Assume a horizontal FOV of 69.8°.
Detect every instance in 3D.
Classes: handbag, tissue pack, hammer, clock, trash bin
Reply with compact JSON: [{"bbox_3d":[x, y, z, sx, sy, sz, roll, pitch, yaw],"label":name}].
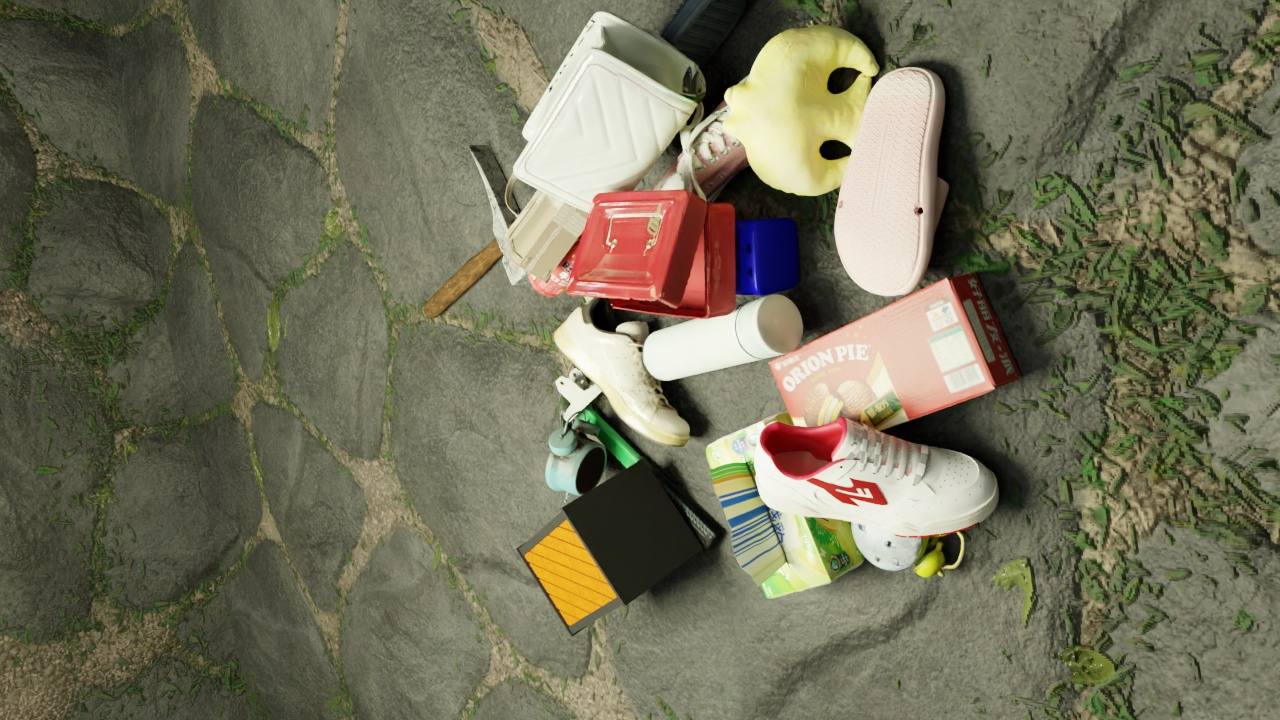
[{"bbox_3d":[-0.036,-0.263,1.003,0.199,0.142,0.096,-45,31,41],"label":"handbag"},{"bbox_3d":[0.142,0.169,1.030,0.121,0.141,0.197,-40,72,44],"label":"tissue pack"},{"bbox_3d":[-0.280,-0.173,1.448,0.302,0.037,0.217,-32,78,46],"label":"hammer"},{"bbox_3d":[-0.132,-0.225,1.240,0.176,0.062,0.198,-53,41,8],"label":"handbag"},{"bbox_3d":[-0.007,0.142,1.256,0.319,0.032,0.130,42,126,30],"label":"hammer"},{"bbox_3d":[0.279,0.178,0.955,0.119,0.056,0.083,23,115,41],"label":"clock"},{"bbox_3d":[-0.045,0.249,1.211,0.139,0.139,0.172,56,142,9],"label":"trash bin"},{"bbox_3d":[-0.086,0.127,1.248,0.053,0.089,0.124,19,118,28],"label":"clock"}]

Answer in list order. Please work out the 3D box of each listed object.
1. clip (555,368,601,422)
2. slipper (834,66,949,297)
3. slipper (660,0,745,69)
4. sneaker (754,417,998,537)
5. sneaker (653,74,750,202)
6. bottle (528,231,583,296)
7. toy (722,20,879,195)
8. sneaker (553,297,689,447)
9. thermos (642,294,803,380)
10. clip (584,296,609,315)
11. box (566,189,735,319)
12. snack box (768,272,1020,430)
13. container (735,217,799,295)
[{"bbox_3d":[-0.086,0.039,1.275,0.054,0.043,0.102,52,131,5],"label":"clip"},{"bbox_3d":[0.248,-0.173,0.896,0.107,0.055,0.221,12,98,44],"label":"slipper"},{"bbox_3d":[0.012,-0.348,1.060,0.264,0.101,0.082,-45,68,39],"label":"slipper"},{"bbox_3d":[0.226,0.102,0.904,0.237,0.090,0.104,6,140,24],"label":"sneaker"},{"bbox_3d":[0.080,-0.236,1.024,0.242,0.087,0.118,-43,69,40],"label":"sneaker"},{"bbox_3d":[-0.093,-0.141,1.246,0.138,0.061,0.062,-35,75,44],"label":"bottle"},{"bbox_3d":[0.160,-0.252,0.925,0.064,0.155,0.171,-91,3,-72],"label":"toy"},{"bbox_3d":[-0.007,0.007,1.193,0.241,0.088,0.102,44,108,23],"label":"sneaker"},{"bbox_3d":[0.088,-0.022,1.060,0.231,0.067,0.068,-15,90,58],"label":"thermos"},{"bbox_3d":[-0.059,-0.083,1.253,0.023,0.061,0.076,10,121,45],"label":"clip"},{"bbox_3d":[0.023,-0.115,0.998,0.157,0.127,0.137,12,88,47],"label":"box"},{"bbox_3d":[0.250,0.010,0.937,0.237,0.060,0.113,-29,79,45],"label":"snack box"},{"bbox_3d":[0.109,-0.117,1.031,0.114,0.084,0.084,5,104,44],"label":"container"}]
